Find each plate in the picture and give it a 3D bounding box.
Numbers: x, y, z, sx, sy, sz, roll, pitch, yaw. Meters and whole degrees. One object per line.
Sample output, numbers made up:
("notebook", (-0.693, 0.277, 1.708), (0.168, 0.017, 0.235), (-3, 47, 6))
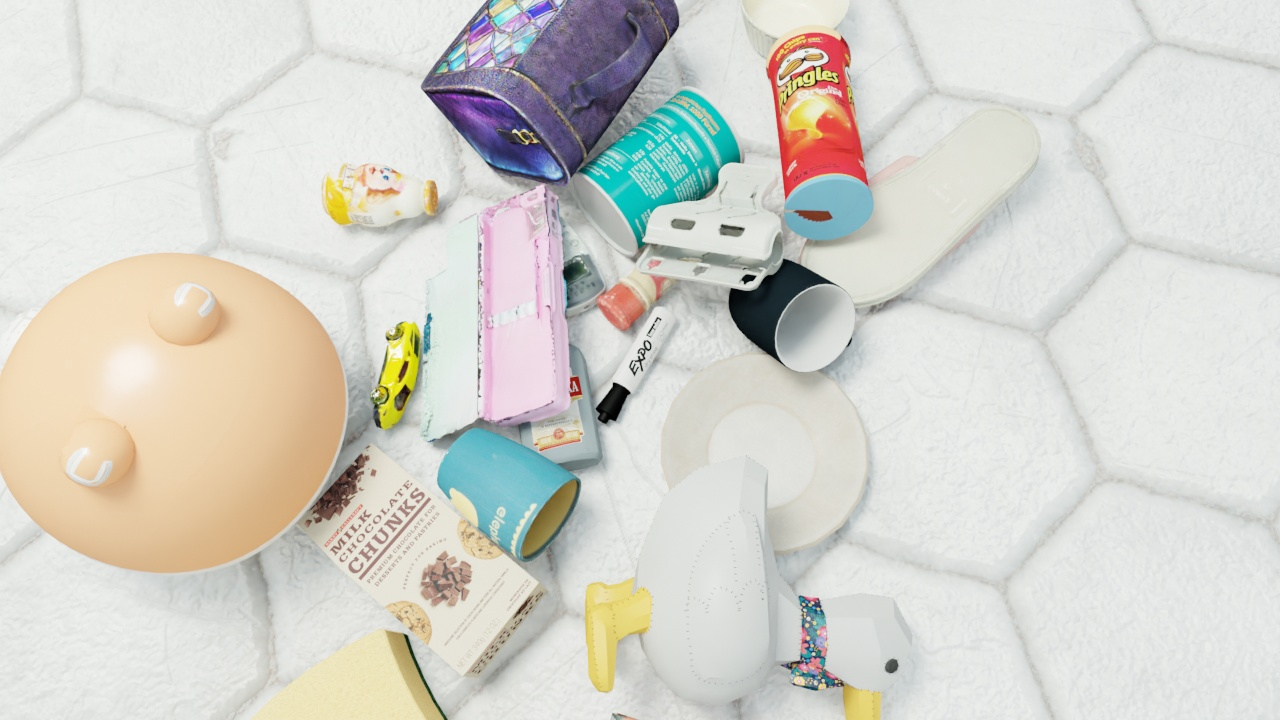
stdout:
("plate", (0.113, 0.086, 0.844), (0.189, 0.027, 0.188), (0, 71, 1))

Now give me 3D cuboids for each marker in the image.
("marker", (-0.005, 0.005, 0.876), (0.025, 0.025, 0.125), (28, 74, 10))

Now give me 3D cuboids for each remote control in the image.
("remote control", (-0.080, -0.099, 0.912), (0.060, 0.028, 0.114), (-29, 73, -8))

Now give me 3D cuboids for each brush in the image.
("brush", (-0.206, 0.365, 0.728), (0.194, 0.075, 0.250), (-41, 75, -12))

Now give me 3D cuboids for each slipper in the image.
("slipper", (0.274, -0.147, 0.907), (0.274, 0.054, 0.114), (-37, 78, -1))

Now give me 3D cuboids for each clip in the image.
("clip", (0.077, -0.124, 0.842), (0.125, 0.082, 0.147), (15, 52, 27))

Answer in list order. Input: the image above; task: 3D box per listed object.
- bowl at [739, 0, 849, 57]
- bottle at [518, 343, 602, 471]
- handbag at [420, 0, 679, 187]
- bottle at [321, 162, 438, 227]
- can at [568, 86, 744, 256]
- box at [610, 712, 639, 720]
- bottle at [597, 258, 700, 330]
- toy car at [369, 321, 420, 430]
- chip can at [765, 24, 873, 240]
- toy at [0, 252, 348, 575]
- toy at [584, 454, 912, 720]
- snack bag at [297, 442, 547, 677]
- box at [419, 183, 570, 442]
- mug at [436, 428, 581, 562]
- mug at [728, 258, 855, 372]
("bowl", (0.161, -0.371, 0.984), (0.115, 0.062, 0.115), (0, 71, 1))
("bottle", (-0.084, 0.023, 0.860), (0.072, 0.046, 0.161), (-11, 71, -1))
("handbag", (-0.077, -0.281, 0.874), (0.222, 0.125, 0.204), (13, 64, 45))
("bottle", (-0.260, -0.165, 0.920), (0.108, 0.063, 0.063), (2, 71, 1))
("can", (0.016, -0.185, 0.902), (0.143, 0.099, 0.099), (-40, 75, -12))
("box", (0.057, 0.338, 0.751), (0.187, 0.058, 0.053), (18, 102, 8))
("bottle", (0.009, -0.078, 0.895), (0.109, 0.044, 0.044), (-42, 75, -13))
("toy car", (-0.229, 0.014, 0.865), (0.030, 0.049, 0.106), (10, 73, 2))
("chip can", (0.173, -0.225, 0.895), (0.087, 0.087, 0.213), (0, 57, 1))
("toy", (-0.377, 0.037, 0.741), (0.265, 0.281, 0.262), (28, 72, -11))
("toy", (0.087, 0.202, 0.747), (0.267, 0.141, 0.246), (-6, 91, -4))
("snack bag", (-0.193, 0.169, 0.799), (0.206, 0.070, 0.094), (37, 75, 13))
("box", (-0.143, -0.042, 0.862), (0.159, 0.035, 0.230), (-17, 62, 24))
("mug", (-0.119, 0.120, 0.795), (0.104, 0.112, 0.084), (31, 49, 18))
("mug", (0.149, -0.040, 0.853), (0.121, 0.094, 0.085), (21, 103, -32))
